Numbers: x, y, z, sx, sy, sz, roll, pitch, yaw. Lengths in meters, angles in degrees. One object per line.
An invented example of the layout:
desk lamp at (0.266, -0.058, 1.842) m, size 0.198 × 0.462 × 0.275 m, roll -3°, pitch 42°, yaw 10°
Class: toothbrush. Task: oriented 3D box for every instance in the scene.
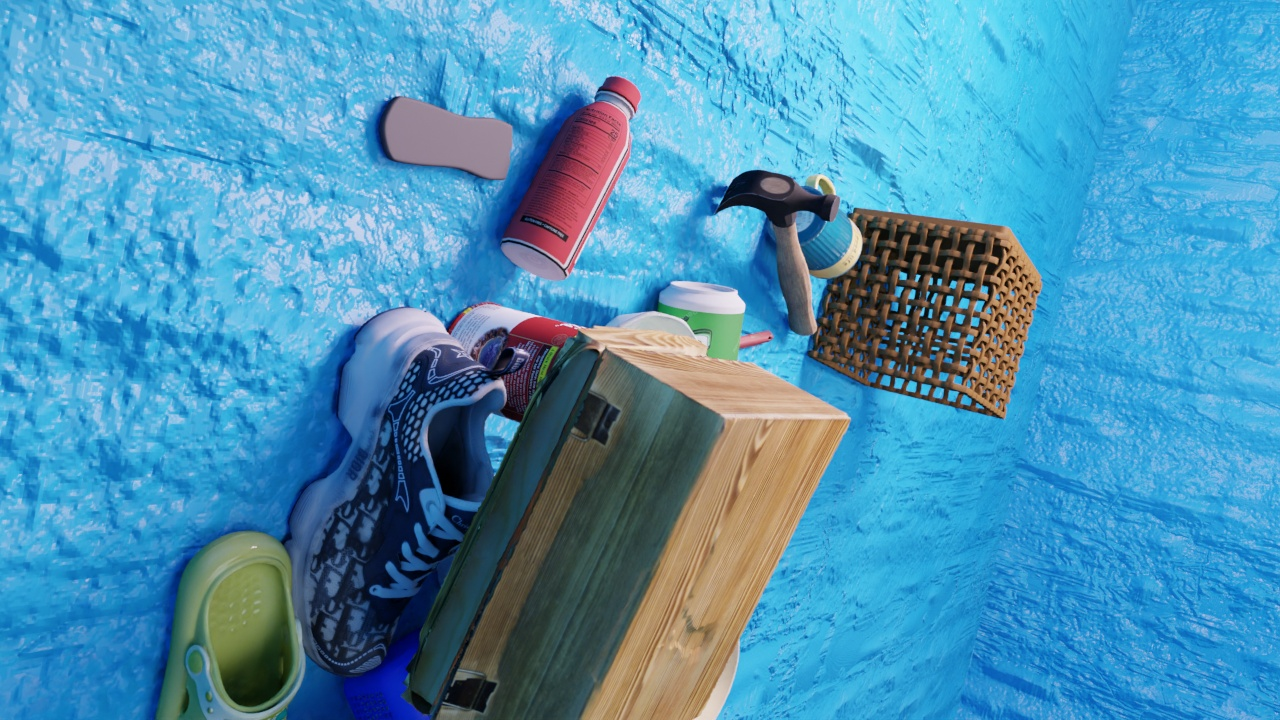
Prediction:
toothbrush at (0.105, -0.017, 1.068) m, size 0.189 × 0.016 × 0.016 m, roll -13°, pitch 112°, yaw -52°

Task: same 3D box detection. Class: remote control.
remote control at (-0.141, -0.162, 0.673) m, size 0.124 × 0.009 × 0.046 m, roll -3°, pitch 105°, yaw -54°

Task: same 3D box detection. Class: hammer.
hammer at (0.169, -0.111, 1.058) m, size 0.040 × 0.132 × 0.305 m, roll -63°, pitch 156°, yaw -17°

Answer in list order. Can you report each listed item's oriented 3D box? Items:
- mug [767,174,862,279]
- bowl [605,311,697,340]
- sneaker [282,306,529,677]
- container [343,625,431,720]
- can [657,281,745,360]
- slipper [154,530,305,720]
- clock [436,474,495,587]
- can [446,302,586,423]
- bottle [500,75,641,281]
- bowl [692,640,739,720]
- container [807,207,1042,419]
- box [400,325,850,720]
mug at (0.211, -0.169, 1.109) m, size 0.107 × 0.083 × 0.113 m, roll 24°, pitch 71°, yaw -51°
bowl at (-0.005, 0.005, 0.868) m, size 0.117 × 0.061 × 0.117 m, roll -10°, pitch 111°, yaw -27°
sneaker at (-0.157, 0.104, 0.644) m, size 0.103 × 0.132 × 0.269 m, roll 14°, pitch 92°, yaw -57°
container at (-0.167, 0.244, 0.716) m, size 0.114 × 0.096 × 0.058 m, roll -24°, pitch 90°, yaw -51°
can at (0.056, -0.006, 0.939) m, size 0.087 × 0.088 × 0.140 m, roll -9°, pitch 110°, yaw -53°
slipper at (-0.254, 0.208, 0.596) m, size 0.091 × 0.082 × 0.190 m, roll -2°, pitch 102°, yaw -57°
clock at (-0.106, 0.167, 0.791) m, size 0.125 × 0.073 × 0.161 m, roll -26°, pitch 122°, yaw -48°
can at (-0.087, 0.007, 0.718) m, size 0.086 × 0.116 × 0.087 m, roll -25°, pitch 122°, yaw -48°
bottle at (-0.050, -0.155, 0.757) m, size 0.062 × 0.062 × 0.176 m, roll 44°, pitch 66°, yaw -52°
bowl at (0.046, 0.364, 1.078) m, size 0.150 × 0.075 × 0.151 m, roll -24°, pitch 121°, yaw -49°
container at (0.408, -0.063, 1.295) m, size 0.251 × 0.220 × 0.214 m, roll 20°, pitch 86°, yaw -55°
box at (-0.013, 0.126, 0.642) m, size 0.244 × 0.168 × 0.279 m, roll 3°, pitch 115°, yaw -62°
